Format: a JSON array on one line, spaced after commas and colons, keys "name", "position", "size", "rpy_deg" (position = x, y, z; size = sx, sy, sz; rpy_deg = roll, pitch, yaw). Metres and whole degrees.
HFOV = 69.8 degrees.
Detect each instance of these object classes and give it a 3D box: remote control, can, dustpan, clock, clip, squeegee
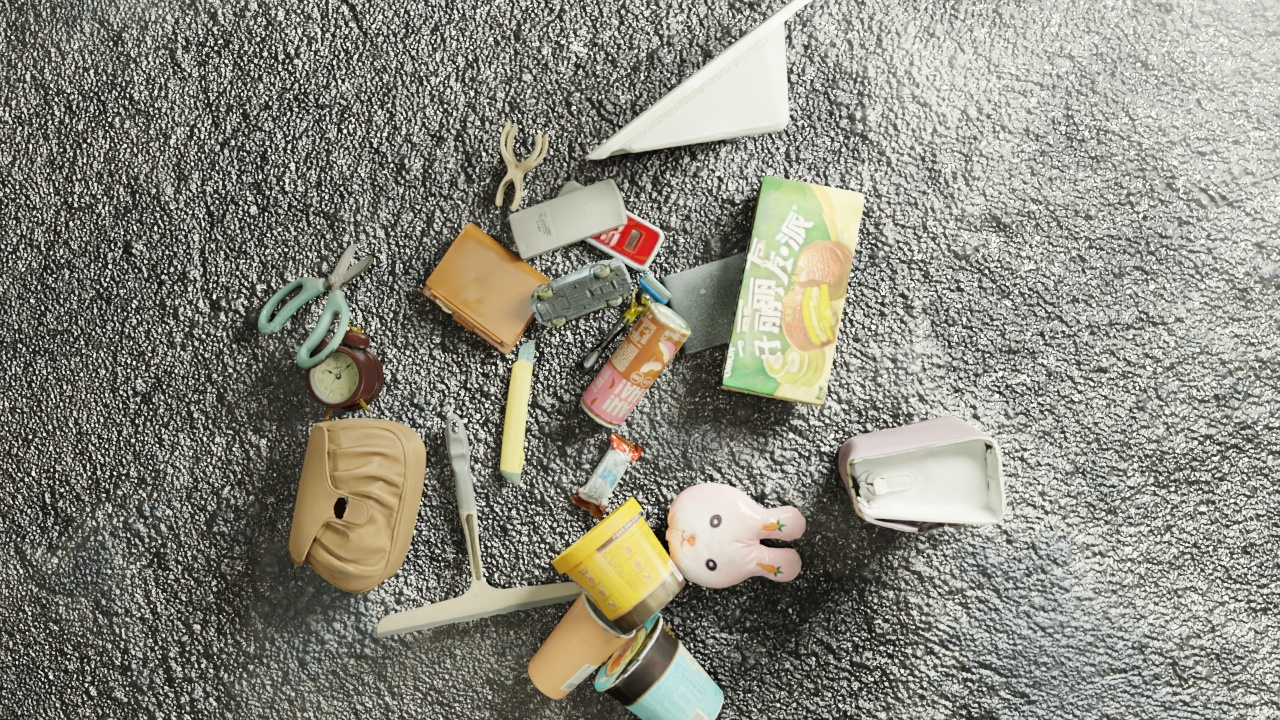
[{"name": "remote control", "position": [-0.084, -0.163, 1.064], "size": [0.135, 0.019, 0.056], "rpy_deg": [-18, 88, 12]}, {"name": "remote control", "position": [-0.040, -0.158, 1.079], "size": [0.136, 0.020, 0.056], "rpy_deg": [31, 97, 6]}, {"name": "can", "position": [-0.006, 0.006, 1.053], "size": [0.058, 0.057, 0.147], "rpy_deg": [39, 106, 5]}, {"name": "dustpan", "position": [0.060, -0.299, 0.963], "size": [0.258, 0.222, 0.143], "rpy_deg": [-8, 103, -2]}, {"name": "clock", "position": [-0.364, 0.008, 1.119], "size": [0.082, 0.055, 0.122], "rpy_deg": [-10, 89, 9]}, {"name": "clip", "position": [-0.133, -0.229, 1.084], "size": [0.089, 0.035, 0.104], "rpy_deg": [-1, 97, 10]}, {"name": "squeegee", "position": [-0.210, 0.187, 1.112], "size": [0.246, 0.039, 0.246], "rpy_deg": [-9, 85, -8]}]

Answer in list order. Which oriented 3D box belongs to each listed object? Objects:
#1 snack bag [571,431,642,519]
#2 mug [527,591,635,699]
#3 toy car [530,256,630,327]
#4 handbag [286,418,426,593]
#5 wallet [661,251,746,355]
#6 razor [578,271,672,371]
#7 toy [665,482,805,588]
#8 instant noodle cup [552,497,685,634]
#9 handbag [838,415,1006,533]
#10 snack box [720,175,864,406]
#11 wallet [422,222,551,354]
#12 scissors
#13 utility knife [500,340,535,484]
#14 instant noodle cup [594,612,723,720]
[{"name": "snack bag", "position": [-0.039, 0.136, 1.088], "size": [0.045, 0.026, 0.105], "rpy_deg": [32, 98, -3]}, {"name": "mug", "position": [-0.073, 0.336, 1.081], "size": [0.078, 0.078, 0.123], "rpy_deg": [41, 103, 5]}, {"name": "toy car", "position": [-0.070, -0.080, 1.070], "size": [0.120, 0.036, 0.054], "rpy_deg": [-22, 132, 3]}, {"name": "handbag", "position": [-0.344, 0.170, 1.100], "size": [0.148, 0.099, 0.204], "rpy_deg": [11, 91, 9]}, {"name": "wallet", "position": [0.094, -0.068, 1.063], "size": [0.121, 0.019, 0.097], "rpy_deg": [-16, 90, 7]}, {"name": "razor", "position": [-0.023, -0.040, 1.080], "size": [0.042, 0.022, 0.143], "rpy_deg": [42, 104, -2]}, {"name": "toy", "position": [0.109, 0.203, 1.056], "size": [0.159, 0.054, 0.121], "rpy_deg": [4, 94, 4]}, {"name": "instant noodle cup", "position": [-0.019, 0.236, 1.042], "size": [0.118, 0.118, 0.114], "rpy_deg": [-40, 85, 8]}, {"name": "handbag", "position": [0.282, 0.117, 0.951], "size": [0.145, 0.197, 0.098], "rpy_deg": [-4, 91, 9]}, {"name": "snack box", "position": [0.167, -0.075, 1.017], "size": [0.114, 0.063, 0.240], "rpy_deg": [12, 90, 4]}, {"name": "wallet", "position": [-0.183, -0.085, 1.099], "size": [0.132, 0.031, 0.108], "rpy_deg": [36, 94, 6]}, {"name": "scissors", "position": [-0.384, -0.060, 1.108], "size": [0.174, 0.019, 0.176], "rpy_deg": [-32, 56, 4]}, {"name": "utility knife", "position": [-0.148, 0.062, 1.107], "size": [0.031, 0.019, 0.175], "rpy_deg": [7, 95, 4]}, {"name": "instant noodle cup", "position": [0.028, 0.373, 1.056], "size": [0.120, 0.111, 0.111], "rpy_deg": [43, 98, -4]}]
